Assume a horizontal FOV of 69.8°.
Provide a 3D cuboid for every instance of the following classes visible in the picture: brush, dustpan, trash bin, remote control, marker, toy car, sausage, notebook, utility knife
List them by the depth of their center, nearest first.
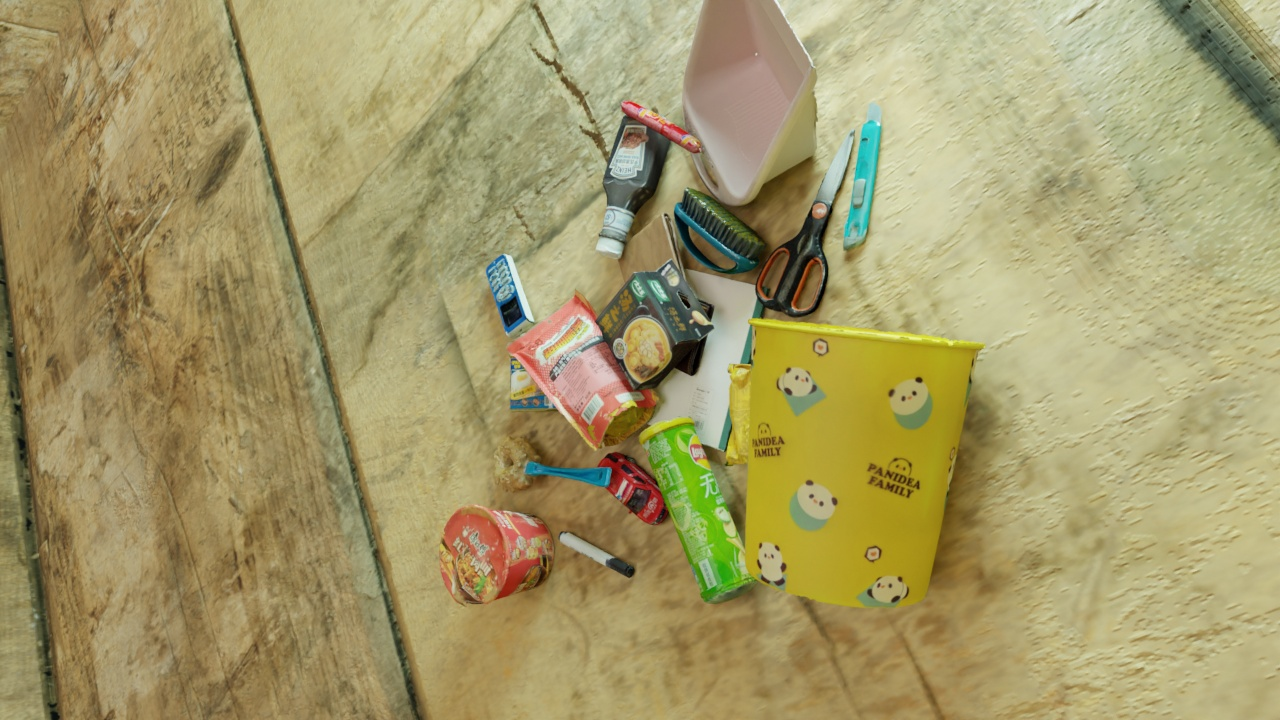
[{"bbox_3d":[0.210,0.094,0.921,0.230,0.229,0.255,9,96,38],"label":"trash bin"},{"bbox_3d":[0.254,-0.210,1.045,0.029,0.013,0.171,8,90,37],"label":"utility knife"},{"bbox_3d":[0.105,-0.306,1.056,0.139,0.273,0.222,-25,64,6],"label":"dustpan"},{"bbox_3d":[0.092,-0.153,1.140,0.144,0.055,0.074,44,119,33],"label":"brush"},{"bbox_3d":[0.074,-0.005,1.162,0.150,0.012,0.209,18,95,38],"label":"notebook"},{"bbox_3d":[0.027,-0.301,1.177,0.156,0.020,0.020,38,107,30],"label":"sausage"},{"bbox_3d":[-0.011,0.166,1.189,0.120,0.045,0.053,35,107,33],"label":"toy car"},{"bbox_3d":[-0.061,0.258,1.232,0.131,0.023,0.018,19,53,37],"label":"marker"},{"bbox_3d":[-0.124,0.150,1.257,0.255,0.045,0.083,0,76,47],"label":"brush"},{"bbox_3d":[-0.196,-0.098,1.377,0.049,0.024,0.124,-34,64,30],"label":"remote control"}]

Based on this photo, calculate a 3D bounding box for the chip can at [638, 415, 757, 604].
[{"bbox_3d":[0.069,0.179,1.099,0.073,0.072,0.221,-33,69,31],"label":"chip can"}]

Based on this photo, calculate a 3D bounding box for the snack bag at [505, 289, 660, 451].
[{"bbox_3d":[-0.075,0.013,1.209,0.128,0.073,0.208,-40,63,-2],"label":"snack bag"}]

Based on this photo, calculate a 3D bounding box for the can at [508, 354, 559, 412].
[{"bbox_3d":[-0.138,0.031,1.298,0.102,0.057,0.083,-3,84,37],"label":"can"}]

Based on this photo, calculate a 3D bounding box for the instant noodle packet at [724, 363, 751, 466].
[{"bbox_3d":[0.150,0.068,1.075,0.111,0.044,0.128,1,87,37],"label":"instant noodle packet"}]

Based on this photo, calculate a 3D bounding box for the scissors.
[{"bbox_3d":[0.192,-0.167,1.079,0.125,0.021,0.234,3,87,30],"label":"scissors"}]

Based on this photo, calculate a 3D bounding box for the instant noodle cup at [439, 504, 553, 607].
[{"bbox_3d":[-0.195,0.267,1.279,0.138,0.108,0.138,-5,82,38],"label":"instant noodle cup"}]

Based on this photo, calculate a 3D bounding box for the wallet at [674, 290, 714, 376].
[{"bbox_3d":[0.033,-0.046,1.169,0.122,0.020,0.096,27,111,36],"label":"wallet"}]

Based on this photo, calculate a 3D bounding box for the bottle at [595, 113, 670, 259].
[{"bbox_3d":[-0.016,-0.233,1.227,0.080,0.044,0.195,15,87,37],"label":"bottle"}]

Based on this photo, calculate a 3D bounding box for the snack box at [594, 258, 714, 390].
[{"bbox_3d":[0.014,-0.044,1.146,0.126,0.053,0.113,-50,61,39],"label":"snack box"}]

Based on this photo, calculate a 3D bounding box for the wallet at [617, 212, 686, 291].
[{"bbox_3d":[0.015,-0.121,1.208,0.101,0.020,0.115,-33,62,41],"label":"wallet"}]
